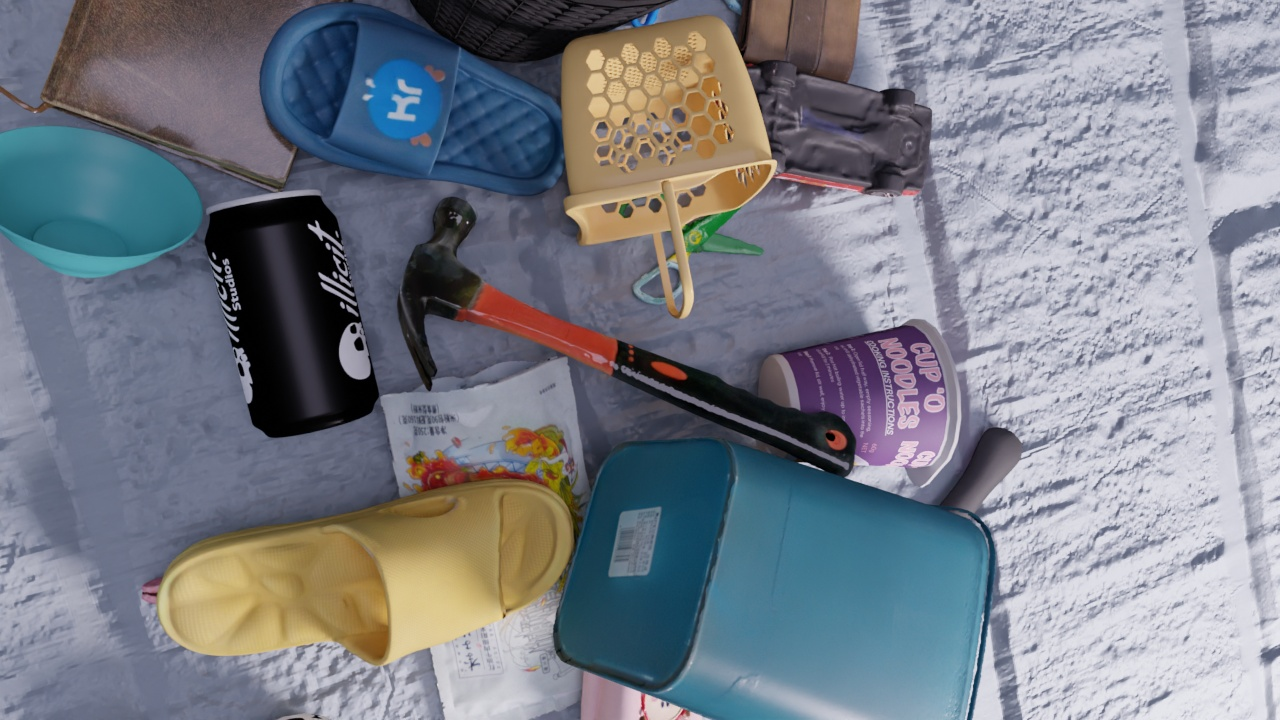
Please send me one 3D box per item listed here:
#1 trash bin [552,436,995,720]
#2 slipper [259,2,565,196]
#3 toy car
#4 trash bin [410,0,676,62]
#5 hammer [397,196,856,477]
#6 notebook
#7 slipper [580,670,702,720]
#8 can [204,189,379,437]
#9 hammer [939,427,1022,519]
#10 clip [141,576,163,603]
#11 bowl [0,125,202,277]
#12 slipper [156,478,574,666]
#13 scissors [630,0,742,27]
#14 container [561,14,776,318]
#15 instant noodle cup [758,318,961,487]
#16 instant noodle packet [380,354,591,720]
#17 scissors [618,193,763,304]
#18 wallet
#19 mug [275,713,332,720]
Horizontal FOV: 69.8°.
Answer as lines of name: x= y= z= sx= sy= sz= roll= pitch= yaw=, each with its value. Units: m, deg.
trash bin: x=0.082 y=0.159 z=0.616 sx=0.218 sy=0.197 sz=0.199 roll=26 pitch=70 yaw=-29
slipper: x=-0.135 y=-0.168 z=0.602 sx=0.213 sy=0.059 sz=0.104 roll=9 pitch=91 yaw=-34
toy car: x=0.143 y=-0.177 z=0.715 sx=0.189 sy=0.056 sz=0.081 roll=6 pitch=94 yaw=-18
trash bin: x=-0.056 y=-0.286 z=0.537 sx=0.216 sy=0.243 sz=0.217 roll=-1 pitch=94 yaw=-19
hammer: x=-0.004 y=0.004 z=0.627 sx=0.333 sy=0.033 sz=0.132 roll=21 pitch=57 yaw=-7
notebook: x=-0.284 y=-0.235 z=0.573 sx=0.190 sy=0.034 sz=0.215 roll=18 pitch=88 yaw=-19
slipper: x=0.006 y=0.275 z=0.695 sx=0.106 sy=0.056 sz=0.221 roll=4 pitch=95 yaw=-37
can: x=-0.222 y=-0.030 z=0.586 sx=0.080 sy=0.080 sz=0.146 roll=-14 pitch=99 yaw=-18
hammer: x=0.233 y=0.185 z=0.790 sx=0.125 sy=0.029 sz=0.310 roll=45 pitch=79 yaw=-16
clip: x=-0.294 y=0.147 z=0.607 sx=0.058 sy=0.023 sz=0.050 roll=30 pitch=79 yaw=-20
bowl: x=-0.332 y=-0.084 z=0.549 sx=0.121 sy=0.121 sz=0.046 roll=20 pitch=127 yaw=-20
slipper: x=-0.169 y=0.146 z=0.587 sx=0.263 sy=0.078 sz=0.099 roll=-6 pitch=111 yaw=-11
scissors: x=0.035 y=-0.297 z=0.691 sx=0.129 sy=0.013 sz=0.125 roll=27 pitch=85 yaw=-23
container: x=0.017 y=-0.110 z=0.595 sx=0.129 sy=0.183 sz=0.167 roll=-11 pitch=91 yaw=-1
instant noodle cup: x=0.162 y=0.039 z=0.717 sx=0.122 sy=0.122 sz=0.137 roll=-5 pitch=105 yaw=-10
instant noodle packet: x=-0.092 y=0.138 z=0.662 sx=0.146 sy=0.057 sz=0.269 roll=-14 pitch=104 yaw=-16
scissors: x=0.040 y=-0.086 z=0.710 sx=0.129 sy=0.012 sz=0.117 roll=10 pitch=92 yaw=-18
wallet: x=0.126 y=-0.282 z=0.714 sx=0.098 sy=0.027 sz=0.121 roll=6 pitch=91 yaw=-25
mug: x=-0.244 y=0.279 z=0.605 sx=0.123 sy=0.076 sz=0.090 roll=16 pitch=89 yaw=-20
